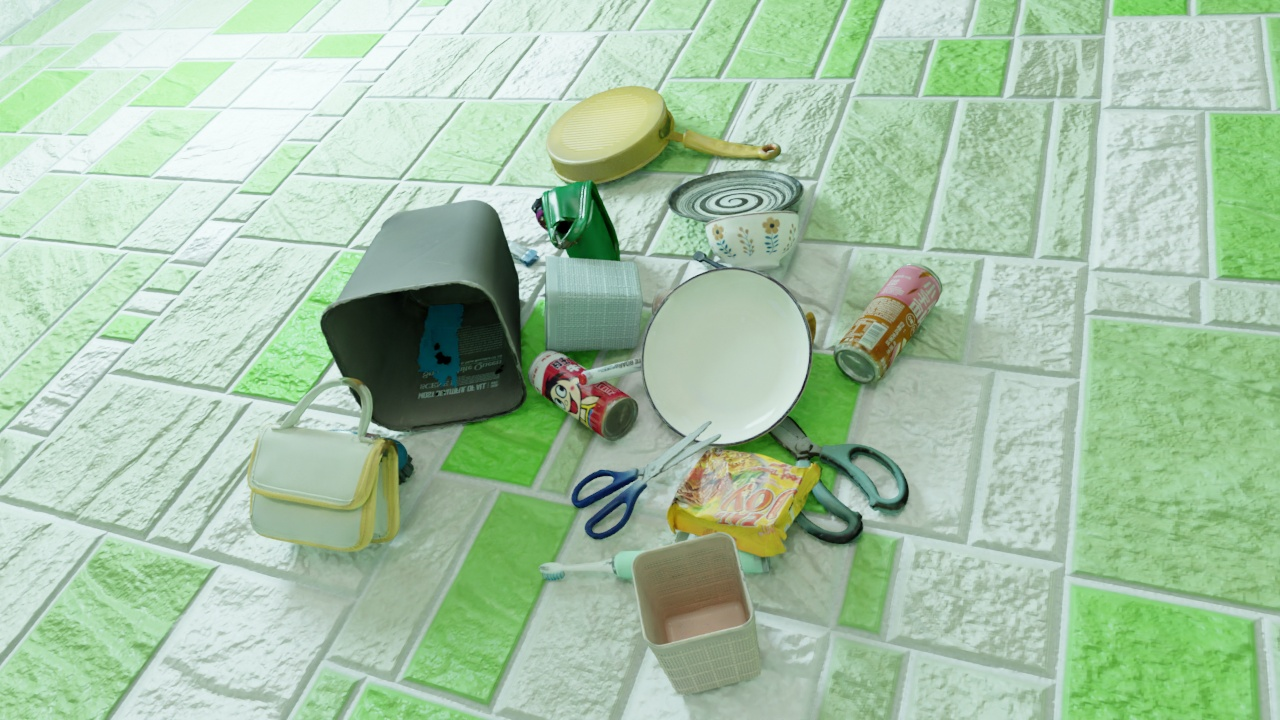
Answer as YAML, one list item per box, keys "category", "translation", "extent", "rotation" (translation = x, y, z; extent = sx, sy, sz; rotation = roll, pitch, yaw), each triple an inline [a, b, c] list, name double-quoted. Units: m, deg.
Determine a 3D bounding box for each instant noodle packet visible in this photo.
- category: "instant noodle packet"
  translation: [0.098, 0.131, 0.879]
  extent: [0.129, 0.044, 0.110]
  rotation: [7, 43, 36]

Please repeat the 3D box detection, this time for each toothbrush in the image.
- category: "toothbrush"
  translation: [0.011, 0.194, 0.875]
  extent: [0.225, 0.027, 0.026]
  rotation: [-5, 33, 11]
- category: "toothbrush"
  translation: [0.106, -0.105, 1.094]
  extent: [0.015, 0.018, 0.181]
  rotation: [-51, 27, 1]

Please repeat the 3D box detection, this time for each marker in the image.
- category: "marker"
  translation: [-0.006, 0.006, 1.022]
  extent: [0.145, 0.017, 0.017]
  rotation: [-14, 39, -35]

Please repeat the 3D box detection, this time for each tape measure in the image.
- category: "tape measure"
  translation: [-0.117, -0.200, 1.263]
  extent: [0.058, 0.057, 0.039]
  rotation: [0, 51, 36]

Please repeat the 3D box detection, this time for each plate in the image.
- category: "plate"
  translation: [0.094, -0.003, 0.981]
  extent: [0.193, 0.039, 0.192]
  rotation: [-5, 79, 26]
- category: "plate"
  translation: [0.125, -0.210, 1.206]
  extent: [0.179, 0.024, 0.179]
  rotation: [-7, 30, 4]

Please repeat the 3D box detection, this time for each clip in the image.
- category: "clip"
  translation: [-0.166, -0.146, 1.256]
  extent: [0.057, 0.032, 0.025]
  rotation: [26, 61, 26]

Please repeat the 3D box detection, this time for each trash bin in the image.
- category: "trash bin"
  translation: [-0.237, -0.062, 1.088]
  extent: [0.199, 0.199, 0.219]
  rotation: [-9, 38, 5]

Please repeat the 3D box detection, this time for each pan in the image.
- category: "pan"
  translation: [0.029, -0.324, 1.347]
  extent: [0.358, 0.078, 0.197]
  rotation: [3, 51, 28]

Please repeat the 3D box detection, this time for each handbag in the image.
- category: "handbag"
  translation: [-0.335, 0.104, 0.961]
  extent: [0.163, 0.179, 0.063]
  rotation: [5, 7, 20]
- category: "handbag"
  translation: [-0.075, -0.152, 1.156]
  extent: [0.068, 0.131, 0.120]
  rotation: [-11, 48, 12]

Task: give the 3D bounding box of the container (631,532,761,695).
- category: "container"
  translation: [0.051, 0.220, 0.779]
  extent: [0.090, 0.111, 0.090]
  rotation: [-15, 45, 2]

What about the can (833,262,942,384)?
- category: "can"
  translation: [0.270, -0.041, 0.999]
  extent: [0.058, 0.058, 0.147]
  rotation: [24, 58, 33]

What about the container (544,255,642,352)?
- category: "container"
  translation: [-0.057, -0.066, 1.084]
  extent: [0.111, 0.090, 0.089]
  rotation: [0, 41, -7]

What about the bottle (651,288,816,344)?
- category: "bottle"
  translation: [0.103, -0.047, 1.046]
  extent: [0.190, 0.068, 0.067]
  rotation: [15, 53, 28]

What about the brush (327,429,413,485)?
- category: "brush"
  translation: [-0.328, 0.106, 1.024]
  extent: [0.144, 0.073, 0.055]
  rotation: [1, 51, 16]

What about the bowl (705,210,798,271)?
- category: "bowl"
  translation: [0.139, -0.141, 1.116]
  extent: [0.113, 0.113, 0.062]
  rotation: [-7, 89, 10]

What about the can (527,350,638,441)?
- category: "can"
  translation: [-0.066, 0.037, 1.027]
  extent: [0.133, 0.053, 0.053]
  rotation: [31, 62, 36]

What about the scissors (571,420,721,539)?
- category: "scissors"
  translation: [0.001, 0.111, 0.942]
  extent: [0.133, 0.012, 0.172]
  rotation: [21, 68, 40]

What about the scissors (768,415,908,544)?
- category: "scissors"
  translation: [0.170, 0.113, 0.910]
  extent: [0.143, 0.019, 0.180]
  rotation: [-39, 51, -20]
